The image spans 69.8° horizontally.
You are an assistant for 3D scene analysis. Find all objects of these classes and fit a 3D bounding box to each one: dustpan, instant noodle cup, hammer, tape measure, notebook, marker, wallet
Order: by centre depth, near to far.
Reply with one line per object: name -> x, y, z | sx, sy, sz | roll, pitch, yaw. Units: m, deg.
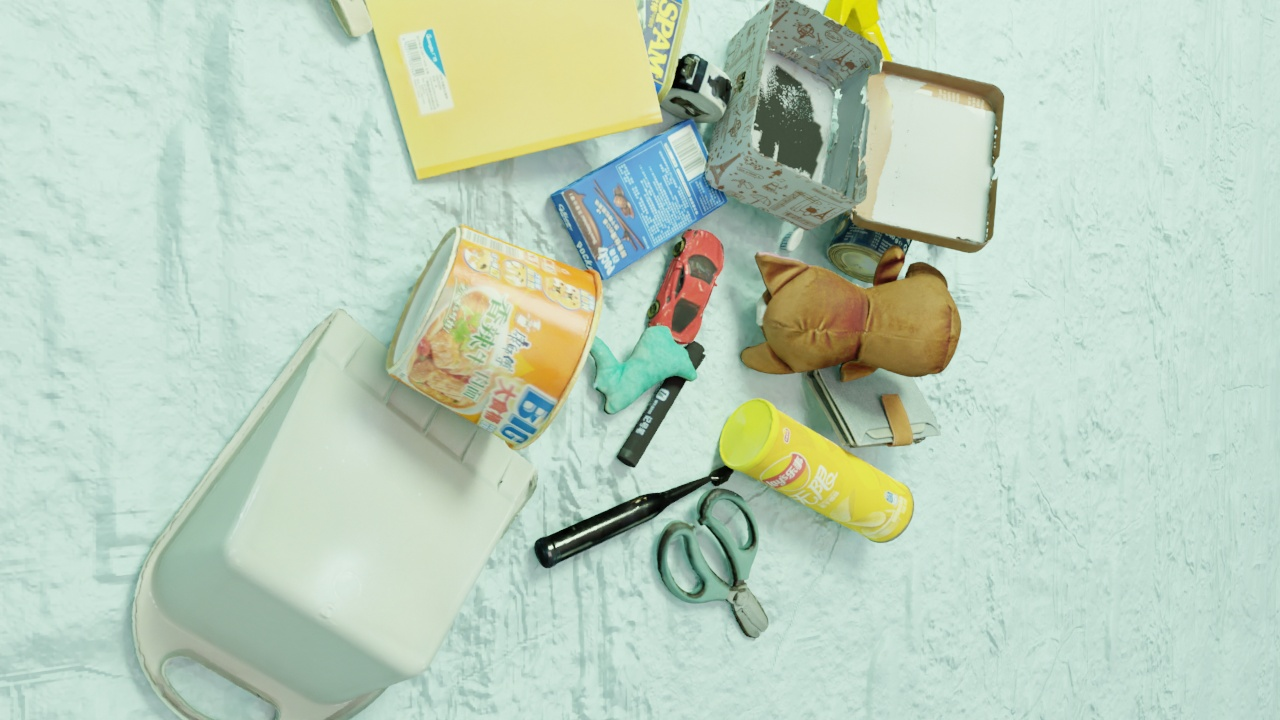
instant noodle cup -> -0.112, -0.023, 0.680 | 0.111, 0.152, 0.151 | 26, 77, -22
dustpan -> -0.232, 0.140, 0.681 | 0.222, 0.143, 0.257 | 44, 40, -25
notebook -> -0.095, -0.237, 0.721 | 0.206, 0.010, 0.146 | -17, 101, -12
tape measure -> 0.047, -0.240, 0.817 | 0.066, 0.066, 0.033 | 22, 82, -29
marker -> 0.020, 0.039, 0.833 | 0.022, 0.020, 0.131 | 48, 66, -38
wallet -> 0.242, 0.041, 0.936 | 0.129, 0.037, 0.106 | -3, 55, -34
hammer -> 0.278, -0.261, 0.982 | 0.128, 0.033, 0.301 | -37, 109, -26

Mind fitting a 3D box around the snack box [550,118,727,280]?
snack box -> 0.002, -0.143, 0.813 | 0.156, 0.026, 0.084 | -35, 109, -27

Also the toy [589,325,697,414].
toy -> -0.005, 0.005, 0.803 | 0.091, 0.030, 0.096 | -40, 112, -10

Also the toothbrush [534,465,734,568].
toothbrush -> 0.002, 0.134, 0.820 | 0.212, 0.026, 0.027 | -18, 134, -33

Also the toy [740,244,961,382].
toy -> 0.198, -0.042, 0.877 | 0.199, 0.130, 0.140 | 0, 106, -7

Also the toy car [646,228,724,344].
toy car -> 0.044, -0.068, 0.833 | 0.049, 0.031, 0.106 | 23, 86, -31

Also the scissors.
scissors -> 0.065, 0.213, 0.864 | 0.129, 0.019, 0.185 | -19, 107, -25

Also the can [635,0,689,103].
can -> -0.013, -0.277, 0.784 | 0.083, 0.057, 0.102 | 17, 81, -29

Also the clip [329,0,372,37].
clip -> -0.221, -0.288, 0.649 | 0.035, 0.097, 0.101 | -36, 98, -27

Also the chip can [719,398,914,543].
chip can -> 0.176, 0.113, 0.902 | 0.213, 0.072, 0.072 | 31, 75, -30

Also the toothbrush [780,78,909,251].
toothbrush -> 0.207, -0.198, 0.920 | 0.026, 0.026, 0.221 | 39, 83, -29

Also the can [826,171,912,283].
can -> 0.245, -0.141, 0.938 | 0.075, 0.075, 0.111 | 35, 73, -28

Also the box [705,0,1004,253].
box -> 0.207, -0.207, 0.854 | 0.260, 0.103, 0.178 | 19, 70, -21
